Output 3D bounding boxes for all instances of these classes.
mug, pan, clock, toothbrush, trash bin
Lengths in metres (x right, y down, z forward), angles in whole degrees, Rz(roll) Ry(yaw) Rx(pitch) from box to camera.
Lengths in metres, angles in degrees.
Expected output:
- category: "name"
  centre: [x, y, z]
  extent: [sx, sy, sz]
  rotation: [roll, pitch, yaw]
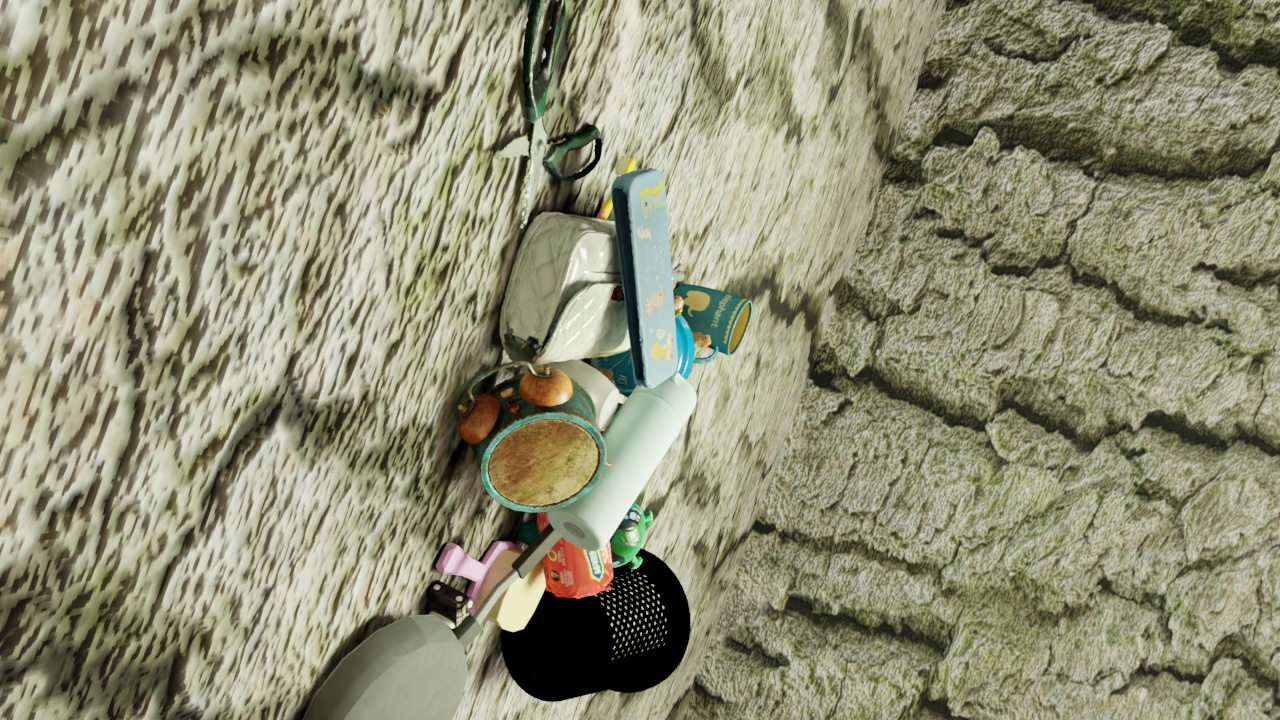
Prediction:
- category: "mug"
  centre: [0.086, -0.050, 1.278]
  extent: [0.112, 0.104, 0.084]
  rotation: [-61, 161, -18]
- category: "pan"
  centre: [-0.165, 0.258, 0.854]
  extent: [0.356, 0.041, 0.179]
  rotation: [-46, 146, -29]
- category: "clock"
  centre: [-0.006, 0.006, 1.048]
  extent: [0.060, 0.117, 0.161]
  rotation: [8, 98, -62]
- category: "toothbrush"
  centre: [-0.038, -0.147, 0.943]
  extent: [0.135, 0.016, 0.021]
  rotation: [-66, 165, 4]
- category: "trash bin"
  centre: [-0.065, 0.342, 1.166]
  extent: [0.199, 0.196, 0.195]
  rotation: [11, 99, -63]
- category: "clock"
  centre: [-0.101, 0.059, 0.829]
  extent: [0.073, 0.121, 0.158]
  rotation: [-115, 180, -52]
- category: "mug"
  centre: [-0.075, 0.030, 0.905]
  extent: [0.071, 0.089, 0.107]
  rotation: [-68, 163, -6]

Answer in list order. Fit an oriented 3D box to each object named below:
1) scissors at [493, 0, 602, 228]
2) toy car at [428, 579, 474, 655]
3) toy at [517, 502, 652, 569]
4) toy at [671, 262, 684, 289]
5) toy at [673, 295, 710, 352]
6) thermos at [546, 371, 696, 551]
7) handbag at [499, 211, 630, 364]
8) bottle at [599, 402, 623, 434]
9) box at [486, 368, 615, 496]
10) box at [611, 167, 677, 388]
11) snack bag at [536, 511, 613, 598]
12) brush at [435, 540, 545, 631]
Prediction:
- category: "scissors"
  centre: [-0.068, -0.214, 0.779]
  extent: [0.201, 0.015, 0.202]
  rotation: [-35, 141, -64]
- category: "toy car"
  centre: [-0.189, 0.258, 0.902]
  extent: [0.037, 0.040, 0.092]
  rotation: [-46, 151, -49]
- category: "toy"
  centre: [-0.059, 0.200, 1.100]
  extent: [0.193, 0.072, 0.130]
  rotation: [21, 90, -34]
- category: "toy"
  centre: [0.032, -0.108, 1.173]
  extent: [0.049, 0.030, 0.111]
  rotation: [-43, 169, 11]
- category: "toy"
  centre: [0.024, -0.026, 1.199]
  extent: [0.105, 0.074, 0.085]
  rotation: [-43, 123, -13]
- category: "thermos"
  centre: [-0.013, 0.094, 0.930]
  extent: [0.206, 0.065, 0.078]
  rotation: [-54, 151, -33]
- category: "handbag"
  centre: [-0.049, -0.064, 0.882]
  extent: [0.194, 0.072, 0.139]
  rotation: [-10, 121, -64]
- category: "bottle"
  centre: [-0.033, 0.082, 1.139]
  extent: [0.131, 0.061, 0.061]
  rotation: [32, 77, -72]
- category: "box"
  centre: [-0.095, 0.075, 0.967]
  extent: [0.186, 0.085, 0.048]
  rotation: [-51, 127, -40]
- category: "box"
  centre: [0.009, -0.075, 0.868]
  extent: [0.065, 0.037, 0.210]
  rotation: [-39, 127, -55]
- category: "snack bag"
  centre: [-0.078, 0.177, 1.013]
  extent: [0.082, 0.082, 0.176]
  rotation: [-29, 116, -64]
- category: "brush"
  centre: [-0.155, 0.233, 0.974]
  extent: [0.089, 0.043, 0.229]
  rotation: [-64, 162, -16]
